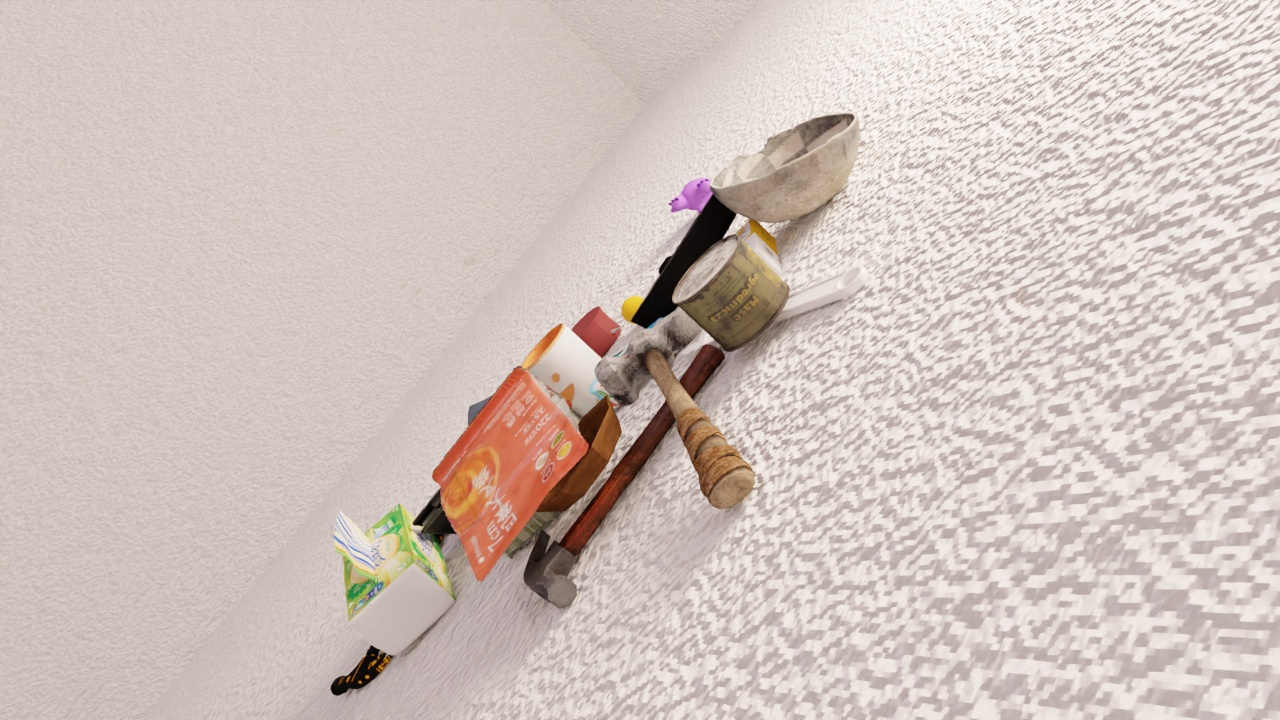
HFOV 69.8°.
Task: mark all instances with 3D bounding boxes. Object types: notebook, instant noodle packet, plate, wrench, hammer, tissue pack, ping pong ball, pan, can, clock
[{"bbox_3d":[-0.202,0.143,1.210,0.209,0.029,0.169,-53,-12,-5],"label":"notebook"},{"bbox_3d":[-0.127,0.112,0.923,0.164,0.084,0.221,-51,19,0],"label":"instant noodle packet"},{"bbox_3d":[-0.057,0.097,0.903,0.131,0.025,0.131,-52,12,15],"label":"plate"},{"bbox_3d":[0.125,-0.045,0.913,0.274,0.018,0.066,-22,29,56],"label":"wrench"},{"bbox_3d":[-0.011,0.103,0.897,0.300,0.028,0.111,-52,16,-17],"label":"hammer"},{"bbox_3d":[-0.321,0.244,1.121,0.120,0.141,0.198,-45,23,-11],"label":"tissue pack"},{"bbox_3d":[-0.007,-0.071,1.298,0.040,0.040,0.040,-44,15,15],"label":"ping pong ball"},{"bbox_3d":[-0.312,0.300,1.236,0.124,0.036,0.319,-35,21,32],"label":"hammer"},{"bbox_3d":[0.054,-0.129,1.239,0.204,0.044,0.355,-57,2,1],"label":"pan"},{"bbox_3d":[0.088,-0.064,0.888,0.090,0.074,0.089,-43,16,16],"label":"can"},{"bbox_3d":[0.038,0.040,0.827,0.121,0.049,0.318,-39,24,4],"label":"hammer"},{"bbox_3d":[-0.084,-0.025,1.379,0.138,0.048,0.096,-45,15,12],"label":"clock"}]

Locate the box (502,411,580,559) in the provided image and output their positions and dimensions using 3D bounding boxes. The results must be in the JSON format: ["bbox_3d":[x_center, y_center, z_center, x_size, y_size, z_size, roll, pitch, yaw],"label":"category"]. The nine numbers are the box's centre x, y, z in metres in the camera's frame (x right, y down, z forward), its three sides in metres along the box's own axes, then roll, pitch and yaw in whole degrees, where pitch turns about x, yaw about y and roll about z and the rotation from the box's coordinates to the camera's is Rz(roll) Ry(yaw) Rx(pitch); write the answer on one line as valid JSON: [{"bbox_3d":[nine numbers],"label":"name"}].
[{"bbox_3d":[-0.124,0.137,1.089,0.118,0.050,0.205,-42,15,17],"label":"box"}]

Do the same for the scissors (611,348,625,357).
[{"bbox_3d":[-0.005,-0.014,1.183,0.144,0.019,0.126,-29,4,17],"label":"scissors"}]

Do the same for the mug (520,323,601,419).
[{"bbox_3d":[-0.089,0.017,1.180,0.082,0.105,0.082,-44,15,15],"label":"mug"}]

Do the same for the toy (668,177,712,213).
[{"bbox_3d":[0.094,-0.265,1.478,0.106,0.056,0.087,-30,18,24],"label":"toy"}]

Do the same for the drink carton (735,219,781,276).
[{"bbox_3d":[0.122,-0.111,1.040,0.059,0.040,0.122,-42,16,21],"label":"drink carton"}]

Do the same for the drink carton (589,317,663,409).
[{"bbox_3d":[-0.006,0.006,1.097,0.129,0.044,0.038,-44,15,10],"label":"drink carton"}]

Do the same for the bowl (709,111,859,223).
[{"bbox_3d":[0.175,-0.208,1.044,0.178,0.081,0.178,-27,18,10],"label":"bowl"}]

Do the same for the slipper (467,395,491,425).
[{"bbox_3d":[-0.214,0.106,1.297,0.263,0.082,0.101,-52,-17,1],"label":"slipper"}]
